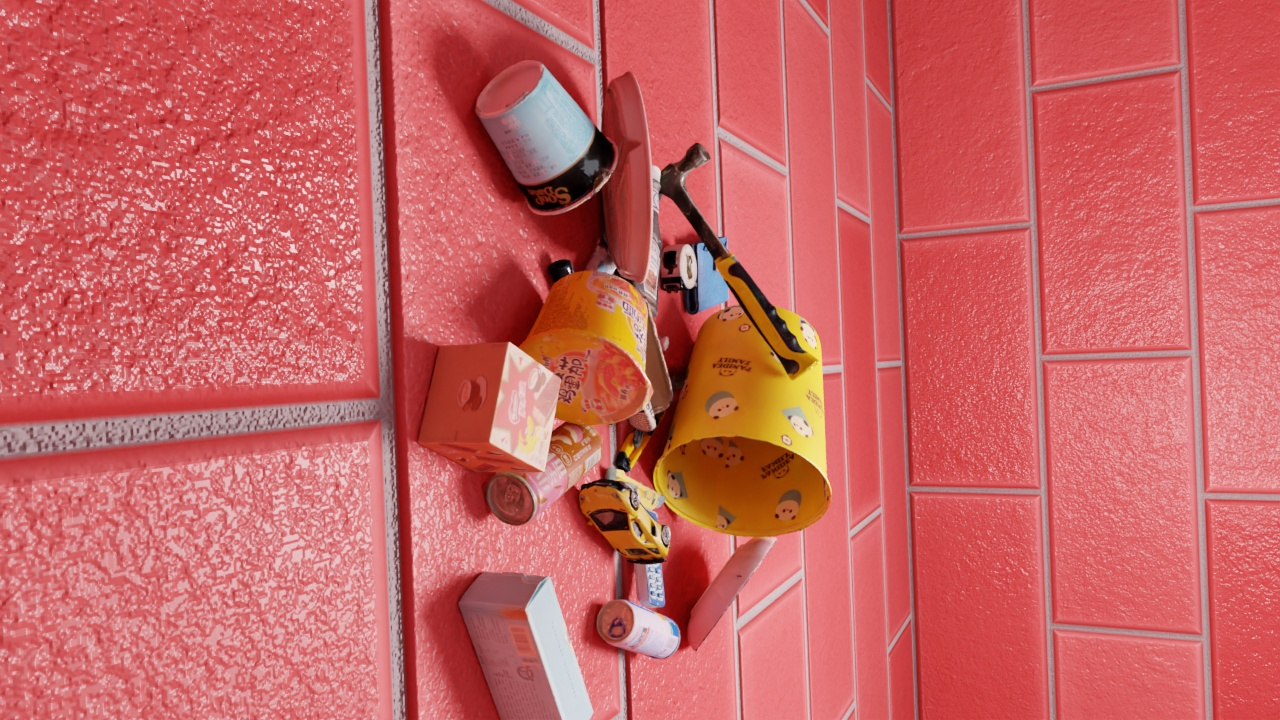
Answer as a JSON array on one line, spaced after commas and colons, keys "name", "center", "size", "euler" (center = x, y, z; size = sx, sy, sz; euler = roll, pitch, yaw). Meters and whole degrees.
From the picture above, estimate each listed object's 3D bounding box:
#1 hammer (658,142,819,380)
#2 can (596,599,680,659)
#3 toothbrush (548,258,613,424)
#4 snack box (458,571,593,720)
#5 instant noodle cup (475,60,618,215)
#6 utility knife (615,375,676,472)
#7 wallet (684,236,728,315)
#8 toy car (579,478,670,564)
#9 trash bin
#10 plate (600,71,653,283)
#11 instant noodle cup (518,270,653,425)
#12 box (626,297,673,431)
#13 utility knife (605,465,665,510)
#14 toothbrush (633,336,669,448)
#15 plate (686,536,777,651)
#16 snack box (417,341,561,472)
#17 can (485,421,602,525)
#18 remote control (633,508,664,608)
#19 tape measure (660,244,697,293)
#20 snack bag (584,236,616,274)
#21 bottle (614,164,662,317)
[{"name": "hammer", "center": [0.117, -0.114, 1.187], "size": [0.323, 0.126, 0.031], "euler": [56, 28, 6]}, {"name": "can", "center": [-0.001, 0.323, 1.101], "size": [0.134, 0.053, 0.053], "euler": [44, 50, -55]}, {"name": "toothbrush", "center": [-0.060, -0.015, 1.039], "size": [0.027, 0.026, 0.213], "euler": [-50, 133, -44]}, {"name": "snack box", "center": [-0.106, 0.282, 0.864], "size": [0.051, 0.074, 0.175], "euler": [-48, 130, -54]}, {"name": "instant noodle cup", "center": [-0.096, -0.224, 0.902], "size": [0.120, 0.111, 0.111], "euler": [52, 43, -41]}, {"name": "utility knife", "center": [0.014, 0.079, 1.195], "size": [0.208, 0.015, 0.033], "euler": [-55, 136, -51]}, {"name": "wallet", "center": [0.101, -0.130, 1.371], "size": [0.132, 0.040, 0.106], "euler": [-25, 115, -63]}, {"name": "toy car", "center": [-0.020, 0.187, 1.056], "size": [0.156, 0.071, 0.041], "euler": [58, 35, -42]}, {"name": "trash bin", "center": [0.150, 0.074, 1.262], "size": [0.230, 0.230, 0.254], "euler": [62, 30, -42]}, {"name": "plate", "center": [-0.019, -0.199, 1.013], "size": [0.229, 0.028, 0.229], "euler": [174, -89, -82]}, {"name": "instant noodle cup", "center": [-0.053, -0.017, 0.943], "size": [0.109, 0.138, 0.138], "euler": [-78, 152, -43]}, {"name": "box", "center": [-0.008, 0.008, 1.090], "size": [0.088, 0.076, 0.163], "euler": [-94, 171, -63]}, {"name": "utility knife", "center": [-0.007, 0.163, 1.152], "size": [0.031, 0.018, 0.167], "euler": [-64, 153, -7]}, {"name": "toothbrush", "center": [0.013, 0.038, 1.183], "size": [0.015, 0.018, 0.180], "euler": [52, 40, -38]}, {"name": "plate", "center": [0.121, 0.317, 1.286], "size": [0.192, 0.039, 0.193], "euler": [-50, 166, -17]}, {"name": "snack box", "center": [-0.133, 0.044, 0.824], "size": [0.094, 0.077, 0.092], "euler": [42, 51, -56]}, {"name": "can", "center": [-0.093, 0.110, 0.923], "size": [0.147, 0.058, 0.058], "euler": [-36, 120, -60]}, {"name": "remote control", "center": [0.008, 0.244, 1.142], "size": [0.049, 0.024, 0.124], "euler": [39, 42, -57]}, {"name": "tape measure", "center": [0.053, -0.128, 1.275], "size": [0.065, 0.034, 0.066], "euler": [-21, 108, -65]}, {"name": "snack bag", "center": [-0.051, -0.100, 1.064], "size": [0.045, 0.026, 0.105], "euler": [61, 34, -29]}, {"name": "bottle", "center": [0.001, -0.153, 1.157], "size": [0.080, 0.044, 0.194], "euler": [35, 56, -60]}]
